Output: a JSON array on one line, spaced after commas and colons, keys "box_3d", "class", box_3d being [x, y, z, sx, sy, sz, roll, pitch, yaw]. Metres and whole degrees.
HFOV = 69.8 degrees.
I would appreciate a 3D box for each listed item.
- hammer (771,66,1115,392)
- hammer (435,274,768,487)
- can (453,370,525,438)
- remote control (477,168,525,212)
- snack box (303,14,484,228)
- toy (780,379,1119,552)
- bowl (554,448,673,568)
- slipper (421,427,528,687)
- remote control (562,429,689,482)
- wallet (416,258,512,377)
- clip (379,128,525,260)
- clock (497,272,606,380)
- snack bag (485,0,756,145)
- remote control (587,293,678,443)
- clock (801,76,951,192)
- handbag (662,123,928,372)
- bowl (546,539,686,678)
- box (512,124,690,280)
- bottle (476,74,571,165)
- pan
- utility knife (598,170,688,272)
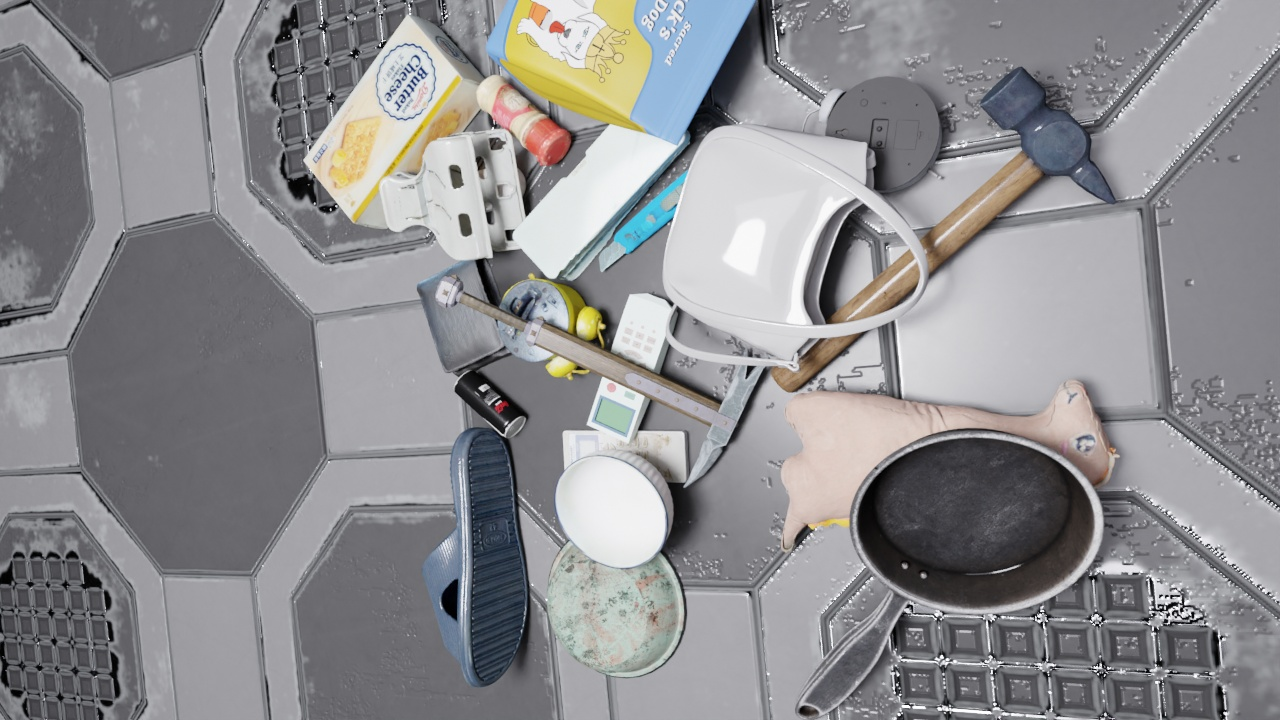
[{"box_3d": [0.233, -0.080, 0.774, 0.129, 0.040, 0.323, 43, 115, -5], "class": "hammer"}, {"box_3d": [-0.053, -0.002, 0.875, 0.317, 0.028, 0.147, 25, 105, 4], "class": "hammer"}, {"box_3d": [-0.160, 0.046, 0.975, 0.080, 0.031, 0.032, 39, 108, 18], "class": "can"}, {"box_3d": [-0.183, -0.177, 0.982, 0.137, 0.013, 0.043, -9, 89, 25], "class": "remote control"}, {"box_3d": [-0.263, -0.252, 0.991, 0.208, 0.057, 0.104, -45, 75, 21], "class": "snack box"}, {"box_3d": [0.249, 0.097, 0.778, 0.265, 0.065, 0.196, 9, 108, 17], "class": "toy"}, {"box_3d": [-0.017, 0.134, 0.886, 0.118, 0.062, 0.118, 9, 112, 22], "class": "bowl"}, {"box_3d": [-0.180, 0.203, 0.965, 0.083, 0.101, 0.263, -6, 84, 33], "class": "slipper"}, {"box_3d": [-0.017, 0.095, 0.922, 0.136, 0.011, 0.050, -2, 92, 25], "class": "remote control"}, {"box_3d": [-0.190, -0.047, 0.986, 0.089, 0.026, 0.115, -24, 83, 26], "class": "wallet"}, {"box_3d": [-0.197, -0.164, 0.931, 0.152, 0.096, 0.126, -5, 108, 5], "class": "clip"}, {"box_3d": [-0.087, -0.033, 0.922, 0.119, 0.057, 0.083, 39, 107, 18], "class": "clock"}, {"box_3d": [-0.014, -0.296, 0.828, 0.205, 0.102, 0.159, 29, 92, 25], "class": "snack bag"}, {"box_3d": [-0.005, 0.005, 0.903, 0.049, 0.024, 0.143, 23, 100, 22], "class": "remote control"}, {"box_3d": [0.198, -0.193, 0.791, 0.123, 0.035, 0.094, 9, 97, 25], "class": "clock"}, {"box_3d": [0.134, -0.085, 0.783, 0.223, 0.095, 0.216, 24, 105, 27], "class": "handbag"}, {"box_3d": [-0.034, 0.248, 0.924, 0.158, 0.038, 0.157, 2, 94, 25], "class": "bowl"}, {"box_3d": [-0.037, -0.166, 0.897, 0.199, 0.066, 0.083, -46, 58, 17], "class": "box"}, {"box_3d": [-0.120, -0.245, 0.933, 0.109, 0.044, 0.044, 44, 109, 17], "class": "bottle"}, {"box_3d": [0.227, 0.191, 0.773, 0.187, 0.055, 0.358, 27, 124, -3], "class": "pan"}, {"box_3d": [0.022, -0.145, 0.888, 0.179, 0.015, 0.031, -39, 72, 23], "class": "utility knife"}]
